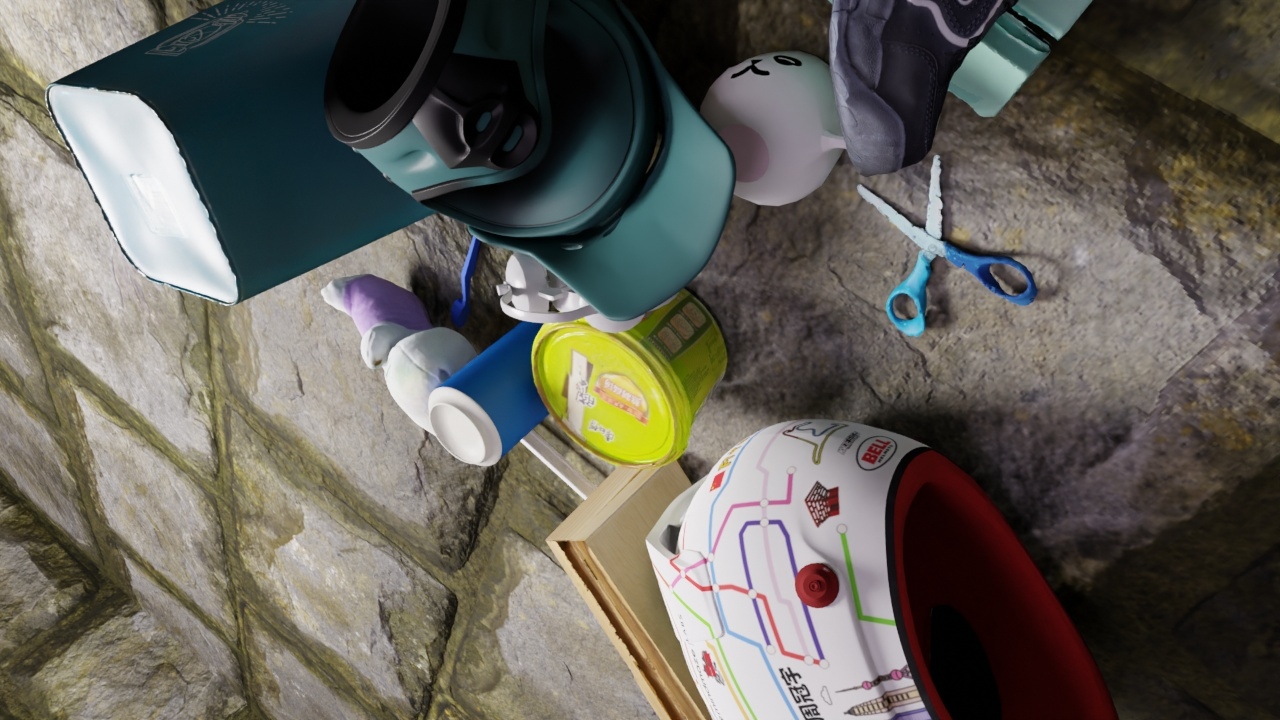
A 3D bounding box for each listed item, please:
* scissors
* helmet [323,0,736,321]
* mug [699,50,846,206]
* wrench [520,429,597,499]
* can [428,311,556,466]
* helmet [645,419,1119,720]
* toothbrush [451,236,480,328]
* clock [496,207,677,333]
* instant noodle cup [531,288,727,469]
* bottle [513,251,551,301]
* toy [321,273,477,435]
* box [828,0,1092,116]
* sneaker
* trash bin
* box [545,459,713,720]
[{"bbox_3d":[0.193,-0.068,0.577,0.127,0.014,0.127,15,126,36],"label":"scissors"},{"bbox_3d":[-0.066,-0.149,0.564,0.177,0.200,0.274,-54,37,15],"label":"helmet"},{"bbox_3d":[0.094,-0.138,0.552,0.124,0.076,0.090,11,128,33],"label":"mug"},{"bbox_3d":[-0.093,0.094,0.921,0.273,0.047,0.009,41,139,10],"label":"wrench"},{"bbox_3d":[-0.111,0.022,0.797,0.079,0.145,0.079,22,134,25],"label":"can"},{"bbox_3d":[0.150,0.192,0.649,0.237,0.230,0.314,-33,92,44],"label":"helmet"},{"bbox_3d":[-0.154,-0.098,0.840,0.011,0.016,0.187,37,136,14],"label":"toothbrush"},{"bbox_3d":[-0.032,-0.066,0.656,0.120,0.158,0.061,12,121,33],"label":"clock"},{"bbox_3d":[-0.004,0.004,0.731,0.146,0.097,0.146,23,135,24],"label":"instant noodle cup"},{"bbox_3d":[-0.077,-0.105,0.734,0.060,0.060,0.108,-3,119,41],"label":"bottle"},{"bbox_3d":[-0.211,-0.003,0.880,0.209,0.085,0.138,41,168,34],"label":"toy"},{"bbox_3d":[0.145,-0.224,0.478,0.187,0.078,0.113,37,110,8],"label":"box"},{"bbox_3d":[0.169,-0.197,0.390,0.151,0.097,0.252,12,98,13],"label":"sneaker"},{"bbox_3d":[-0.270,-0.165,0.676,0.197,0.217,0.199,15,131,32],"label":"trash bin"},{"bbox_3d":[0.035,0.223,0.850,0.092,0.127,0.249,-17,110,46],"label":"box"}]
